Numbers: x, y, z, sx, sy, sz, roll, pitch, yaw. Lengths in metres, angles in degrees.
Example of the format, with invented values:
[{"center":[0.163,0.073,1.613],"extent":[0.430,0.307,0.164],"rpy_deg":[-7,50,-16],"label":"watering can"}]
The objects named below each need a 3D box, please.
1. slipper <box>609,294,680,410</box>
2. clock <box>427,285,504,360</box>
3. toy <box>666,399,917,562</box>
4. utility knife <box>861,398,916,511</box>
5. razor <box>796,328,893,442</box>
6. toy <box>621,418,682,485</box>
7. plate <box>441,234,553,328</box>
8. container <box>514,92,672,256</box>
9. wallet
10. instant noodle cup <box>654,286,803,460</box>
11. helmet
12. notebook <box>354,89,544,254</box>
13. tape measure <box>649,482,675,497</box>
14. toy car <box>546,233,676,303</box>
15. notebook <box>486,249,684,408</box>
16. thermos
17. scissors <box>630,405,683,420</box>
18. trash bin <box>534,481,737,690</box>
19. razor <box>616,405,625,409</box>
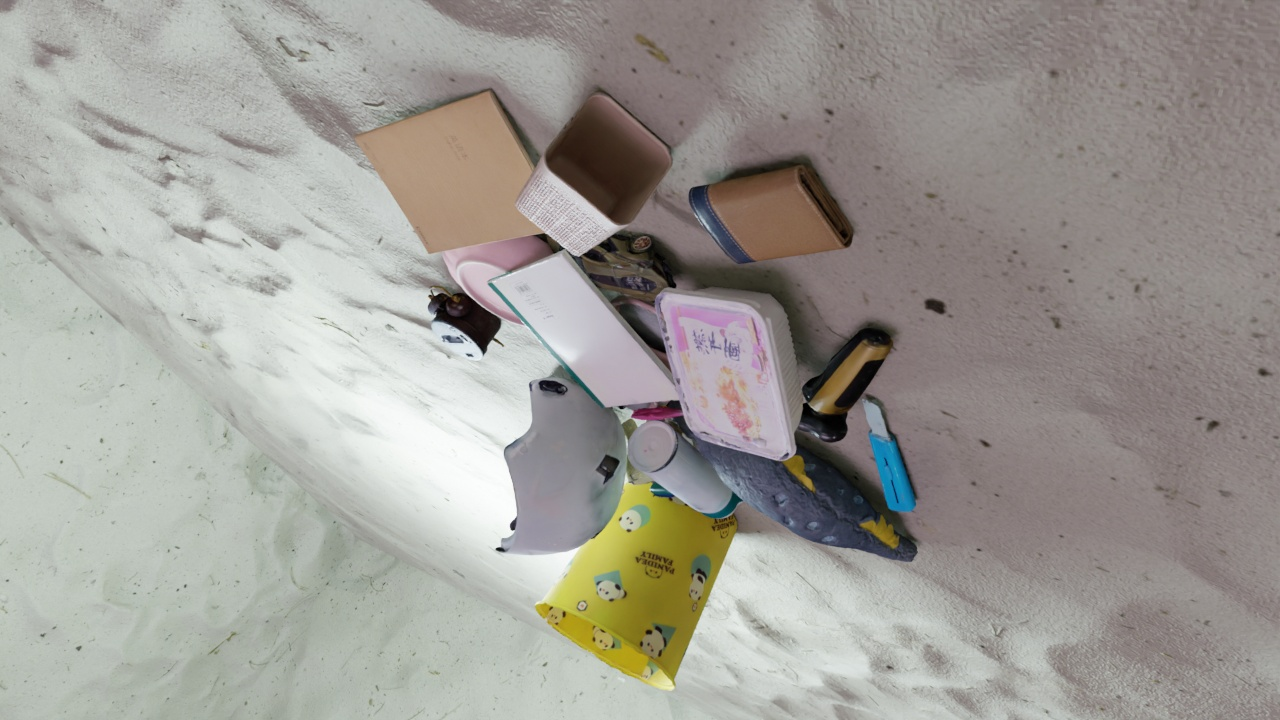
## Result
[{"center":[-0.006,0.006,1.065],"extent":[0.114,0.054,0.275],"rpy_deg":[30,156,4],"label":"slipper"},{"center":[-0.238,-0.053,1.219],"extent":[0.082,0.055,0.122],"rpy_deg":[4,142,46],"label":"clock"},{"center":[0.180,0.148,1.085],"extent":[0.356,0.091,0.138],"rpy_deg":[32,-178,4],"label":"toy"},{"center":[0.263,0.103,0.980],"extent":[0.034,0.018,0.203],"rpy_deg":[13,147,36],"label":"utility knife"},{"center":[0.195,0.024,0.873],"extent":[0.062,0.067,0.168],"rpy_deg":[-8,152,-17],"label":"razor"},{"center":[0.015,0.119,1.229],"extent":[0.105,0.066,0.158],"rpy_deg":[31,144,4],"label":"toy"},{"center":[-0.150,-0.089,1.058],"extent":[0.192,0.039,0.193],"rpy_deg":[22,154,11],"label":"plate"},{"center":[-0.045,-0.154,0.793],"extent":[0.090,0.090,0.111],"rpy_deg":[38,157,-12],"label":"container"},{"center":[0.105,-0.118,0.750],"extent":[0.115,0.033,0.090],"rpy_deg":[-1,141,48],"label":"wallet"},{"center":[0.095,0.003,0.891],"extent":[0.138,0.060,0.173],"rpy_deg":[13,127,44],"label":"instant noodle cup"},{"center":[-0.091,0.140,1.212],"extent":[0.146,0.258,0.229],"rpy_deg":[12,120,2],"label":"helmet"},{"center":[-0.186,-0.183,0.929],"extent":[0.212,0.012,0.149],"rpy_deg":[-3,128,39],"label":"notebook"},{"center":[0.043,0.167,1.293],"extent":[0.025,0.054,0.058],"rpy_deg":[42,151,-27],"label":"tape measure"},{"center":[-0.033,-0.098,0.930],"extent":[0.158,0.042,0.070],"rpy_deg":[18,151,33],"label":"toy car"},{"center":[-0.061,-0.025,1.004],"extent":[0.151,0.012,0.209],"rpy_deg":[-11,127,50],"label":"notebook"},{"center":[0.061,0.149,1.180],"extent":[0.073,0.073,0.224],"rpy_deg":[13,162,34],"label":"thermos"},{"center":[0.055,0.061,1.075],"extent":[0.135,0.017,0.064],"rpy_deg":[-2,-179,11],"label":"scissors"},{"center":[0.006,0.313,1.359],"extent":[0.230,0.254,0.230],"rpy_deg":[25,154,13],"label":"trash bin"},{"center":[-0.069,0.021,1.200],"extent":[0.142,0.022,0.043],"rpy_deg":[45,154,-25],"label":"razor"}]
